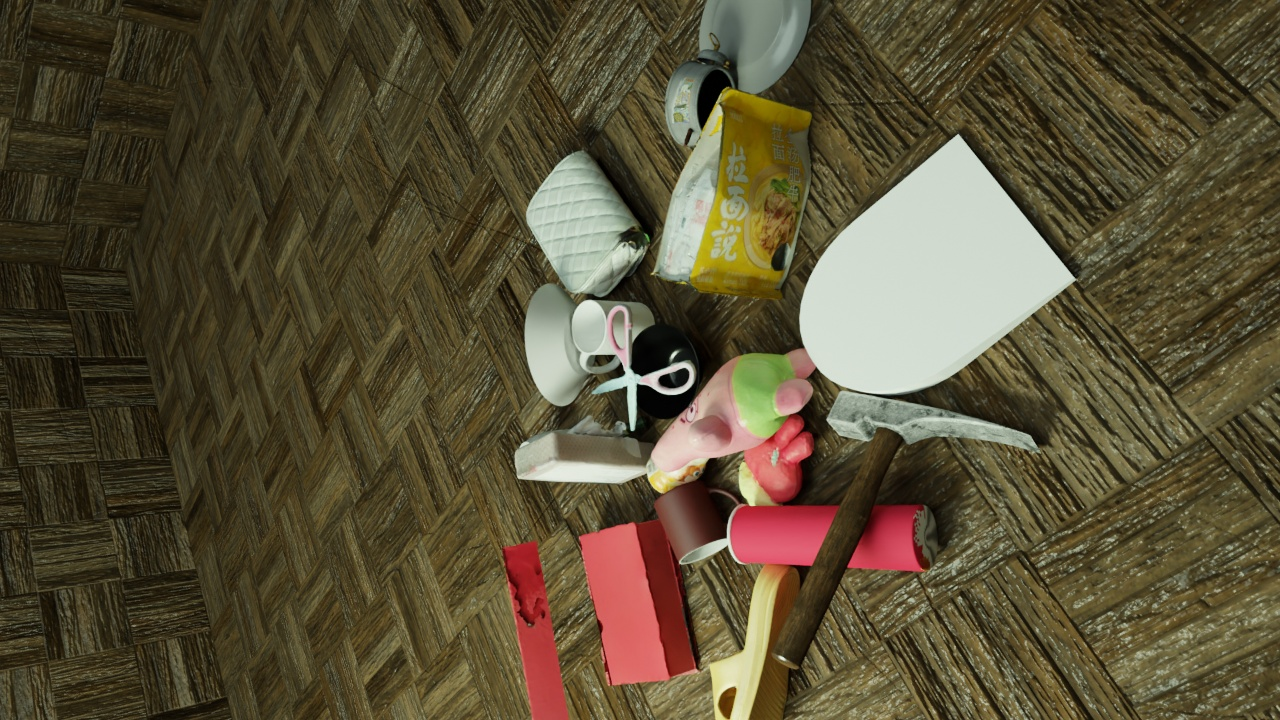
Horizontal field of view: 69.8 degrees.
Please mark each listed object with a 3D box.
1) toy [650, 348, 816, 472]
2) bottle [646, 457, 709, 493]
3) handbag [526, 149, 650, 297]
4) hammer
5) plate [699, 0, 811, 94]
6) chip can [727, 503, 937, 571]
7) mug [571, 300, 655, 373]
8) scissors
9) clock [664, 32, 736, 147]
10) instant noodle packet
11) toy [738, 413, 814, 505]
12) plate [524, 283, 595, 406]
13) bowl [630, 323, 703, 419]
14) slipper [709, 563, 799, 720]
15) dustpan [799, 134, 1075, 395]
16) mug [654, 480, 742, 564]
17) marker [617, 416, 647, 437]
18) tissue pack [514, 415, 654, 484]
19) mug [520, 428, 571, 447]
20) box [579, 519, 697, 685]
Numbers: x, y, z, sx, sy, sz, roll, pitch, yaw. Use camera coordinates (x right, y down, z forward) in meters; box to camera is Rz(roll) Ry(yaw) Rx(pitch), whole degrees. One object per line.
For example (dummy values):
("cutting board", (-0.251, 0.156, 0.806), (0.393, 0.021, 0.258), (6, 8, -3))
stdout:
("toy", (0.100, 0.062, 1.080), (0.237, 0.191, 0.097), (-35, 99, 29))
("bottle", (0.057, 0.128, 1.189), (0.109, 0.063, 0.063), (-47, 58, 36))
("handbag", (-0.075, -0.194, 1.322), (0.139, 0.072, 0.194), (-47, 57, 26))
("hammer", (0.236, 0.176, 0.906), (0.218, 0.037, 0.300), (11, 65, 47))
("plate", (0.135, -0.419, 1.134), (0.179, 0.012, 0.178), (1, 91, 47))
("chip can", (0.206, 0.192, 1.005), (0.221, 0.069, 0.069), (-7, 85, 39))
("mug", (-0.044, -0.030, 1.274), (0.074, 0.090, 0.111), (43, 121, 38))
("scissors", (0.002, 0.014, 1.185), (0.176, 0.013, 0.170), (9, 107, 33))
("clock", (0.078, -0.331, 1.136), (0.056, 0.103, 0.148), (15, 96, 36))
("instant noodle packet", (0.118, -0.186, 1.045), (0.084, 0.162, 0.222), (31, 113, 43))
("toy", (0.160, 0.124, 1.091), (0.091, 0.045, 0.135), (50, 126, 37))
("plate", (-0.101, -0.024, 1.294), (0.036, 0.173, 0.174), (-6, 86, 24))
("bowl", (0.044, 0.013, 1.206), (0.124, 0.052, 0.124), (3, 95, 42))
("slipper", (0.127, 0.362, 1.089), (0.078, 0.099, 0.263), (13, 96, 33))
("dustpan", (0.291, -0.075, 0.969), (0.258, 0.053, 0.191), (-41, 61, 27))
("mug", (0.080, 0.198, 1.168), (0.106, 0.073, 0.082), (-30, 66, 12))
("marker", (-0.058, 0.113, 1.296), (0.147, 0.017, 0.017), (-24, 71, 14))
("tissue pack", (-0.068, 0.125, 1.240), (0.104, 0.181, 0.071), (-30, 58, 43))
("mug", (-0.122, 0.144, 1.361), (0.107, 0.089, 0.071), (17, 103, 46))
("box", (0.025, 0.350, 1.372), (0.148, 0.374, 0.212), (-16, 77, 13))
